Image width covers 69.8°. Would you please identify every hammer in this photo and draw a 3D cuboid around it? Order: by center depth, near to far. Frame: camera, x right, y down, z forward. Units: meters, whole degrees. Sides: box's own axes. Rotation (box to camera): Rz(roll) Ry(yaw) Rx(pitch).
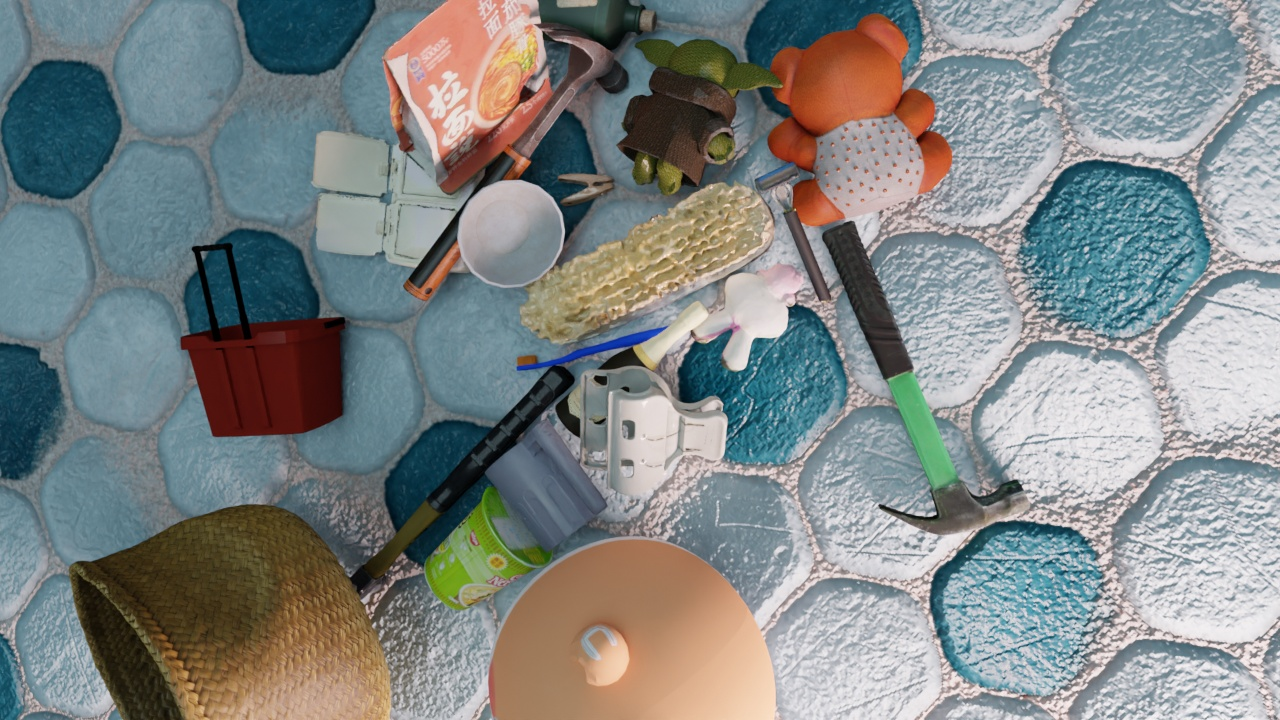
[{"bbox_3d":[0.251,0.016,0.890,0.130,0.032,0.318,-22,85,12],"label":"hammer"},{"bbox_3d":[-0.140,-0.192,0.913,0.035,0.137,0.314,42,99,23],"label":"hammer"},{"bbox_3d":[-0.193,0.130,0.952,0.025,0.118,0.333,44,93,5],"label":"hammer"}]

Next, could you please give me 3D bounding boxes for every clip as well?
[{"bbox_3d":[0.012,0.075,0.898,0.152,0.095,0.126,7,126,6],"label":"clip"},{"bbox_3d":[-0.059,-0.187,0.958,0.061,0.024,0.041,-19,89,3],"label":"clip"}]

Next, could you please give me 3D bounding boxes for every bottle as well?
[{"bbox_3d":[-0.006,0.005,0.930,0.185,0.045,0.045,-41,83,13],"label":"bottle"},{"bbox_3d":[-0.049,-0.353,0.933,0.131,0.061,0.061,12,94,11],"label":"bottle"}]

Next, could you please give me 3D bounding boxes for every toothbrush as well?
[{"bbox_3d":[-0.046,-0.015,0.959,0.183,0.016,0.018,-14,82,12],"label":"toothbrush"}]

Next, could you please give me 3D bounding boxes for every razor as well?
[{"bbox_3d":[0.154,-0.120,0.890,0.043,0.022,0.144,-23,112,10],"label":"razor"}]

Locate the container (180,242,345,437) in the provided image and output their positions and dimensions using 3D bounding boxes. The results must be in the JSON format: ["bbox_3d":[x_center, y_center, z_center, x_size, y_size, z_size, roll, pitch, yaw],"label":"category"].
[{"bbox_3d":[-0.402,-0.026,0.977,0.148,0.127,0.201,-3,100,11],"label":"container"}]

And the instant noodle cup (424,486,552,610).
[{"bbox_3d":[-0.162,0.201,0.951,0.108,0.098,0.099,-41,83,17],"label":"instant noodle cup"}]

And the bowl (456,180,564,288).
[{"bbox_3d":[-0.131,-0.128,0.904,0.106,0.039,0.106,-9,114,-21],"label":"bowl"}]

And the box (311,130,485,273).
[{"bbox_3d":[-0.262,-0.173,0.986,0.184,0.050,0.143,6,92,10],"label":"box"}]

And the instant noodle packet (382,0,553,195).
[{"bbox_3d":[-0.161,-0.275,0.857,0.164,0.221,0.084,-42,81,-13],"label":"instant noodle packet"}]

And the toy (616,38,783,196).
[{"bbox_3d":[0.043,-0.240,0.905,0.179,0.078,0.153,28,91,33],"label":"toy"}]

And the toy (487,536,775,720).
[{"bbox_3d":[-0.010,0.295,0.823,0.265,0.281,0.262,-33,84,-10],"label":"toy"}]

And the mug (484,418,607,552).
[{"bbox_3d":[-0.087,0.123,0.920,0.083,0.124,0.104,-33,83,-34],"label":"mug"}]

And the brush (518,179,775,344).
[{"bbox_3d":[0.006,-0.095,0.926,0.271,0.056,0.083,-24,82,11],"label":"brush"}]

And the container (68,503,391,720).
[{"bbox_3d":[-0.386,0.297,0.896,0.307,0.196,0.307,23,124,39],"label":"container"}]

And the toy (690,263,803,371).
[{"bbox_3d":[0.110,-0.049,0.915,0.123,0.038,0.079,-44,70,9],"label":"toy"}]

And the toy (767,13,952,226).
[{"bbox_3d":[0.202,-0.227,0.874,0.164,0.092,0.172,-16,100,14],"label":"toy"}]
